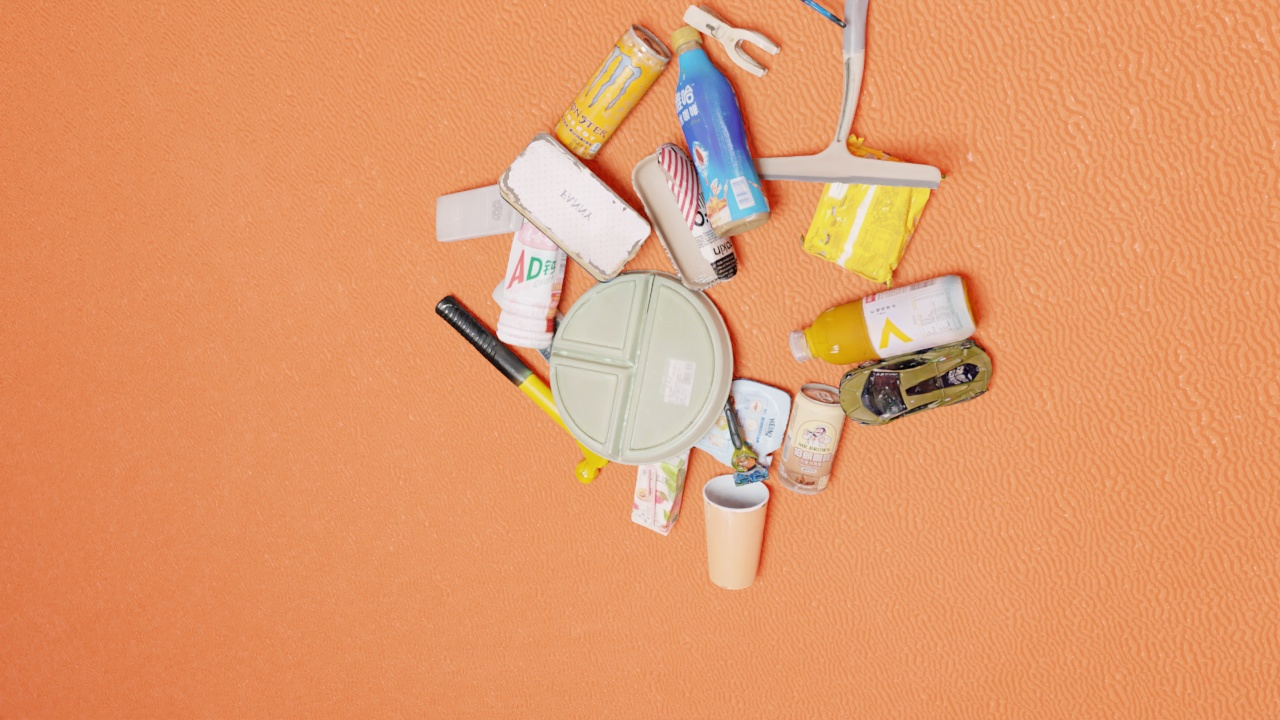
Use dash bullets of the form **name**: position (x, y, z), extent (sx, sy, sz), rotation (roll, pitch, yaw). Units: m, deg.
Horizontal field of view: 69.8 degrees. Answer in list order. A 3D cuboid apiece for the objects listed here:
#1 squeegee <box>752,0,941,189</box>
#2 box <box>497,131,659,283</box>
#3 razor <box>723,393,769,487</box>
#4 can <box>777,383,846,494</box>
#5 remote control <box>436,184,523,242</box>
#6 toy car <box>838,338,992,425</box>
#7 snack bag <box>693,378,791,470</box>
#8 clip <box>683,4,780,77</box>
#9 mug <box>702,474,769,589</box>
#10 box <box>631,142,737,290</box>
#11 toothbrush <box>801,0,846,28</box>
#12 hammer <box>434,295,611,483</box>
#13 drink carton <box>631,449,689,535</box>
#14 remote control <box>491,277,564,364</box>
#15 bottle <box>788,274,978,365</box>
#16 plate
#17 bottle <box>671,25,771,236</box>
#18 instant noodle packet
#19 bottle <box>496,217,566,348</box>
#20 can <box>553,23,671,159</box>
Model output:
- **squeegee**: position (0.204, -0.296, 0.899), extent (0.247, 0.039, 0.247), rotation (15, 104, 46)
- **box**: position (-0.069, -0.165, 1.027), extent (0.184, 0.062, 0.090), rotation (43, 87, -9)
- **razor**: position (0.108, 0.076, 1.050), extent (0.043, 0.022, 0.143), rotation (-15, 96, 17)
- **can**: position (0.194, 0.089, 1.033), extent (0.058, 0.058, 0.116), rotation (17, 114, 18)
- **remote control**: position (-0.194, -0.177, 1.104), extent (0.150, 0.021, 0.058), rotation (0, 89, 41)
- **toy car**: position (0.288, 0.025, 0.965), extent (0.158, 0.042, 0.070), rotation (-19, 100, 12)
- **snack bag**: position (0.078, 0.064, 1.087), extent (0.191, 0.038, 0.110), rotation (15, 100, 17)
- **clip**: position (0.093, -0.332, 0.941), extent (0.100, 0.072, 0.035), rotation (32, 119, 4)
- **mug**: position (0.114, 0.209, 1.106), extent (0.078, 0.078, 0.123), rotation (9, 117, 21)
- **box**: position (0.045, -0.152, 1.007), extent (0.087, 0.075, 0.162), rotation (-25, 98, 37)
- **toothbrush**: position (0.131, -0.379, 0.902), extent (0.189, 0.014, 0.016), rotation (42, 107, 19)
- **hammer**: position (-0.145, 0.024, 1.165), extent (0.301, 0.032, 0.129), rotation (41, 135, 9)
- **drink carton**: position (0.023, 0.155, 1.121), extent (0.053, 0.045, 0.123), rotation (21, 132, 16)
- **remote control**: position (-0.127, -0.050, 1.148), extent (0.056, 0.019, 0.135), rotation (-40, 89, 30)
- **bottle**: position (0.250, -0.036, 0.959), extent (0.190, 0.067, 0.068), rotation (-15, 101, 27)
- **plate**: position (-0.006, 0.006, 1.063), extent (0.230, 0.027, 0.230), rotation (-2, 85, 22)
- **bottle**: position (0.076, -0.240, 0.956), extent (0.065, 0.065, 0.218), rotation (-19, 85, 28)
- **instant noodle packet**: position (0.234, -0.154, 0.939), extent (0.111, 0.044, 0.129), rotation (27, 114, 15)
- **bottle**: position (-0.123, -0.116, 1.087), extent (0.068, 0.068, 0.197), rotation (14, 100, 19)
- **can**: position (-0.032, -0.290, 0.999), extent (0.058, 0.058, 0.146), rotation (46, 119, 3)
